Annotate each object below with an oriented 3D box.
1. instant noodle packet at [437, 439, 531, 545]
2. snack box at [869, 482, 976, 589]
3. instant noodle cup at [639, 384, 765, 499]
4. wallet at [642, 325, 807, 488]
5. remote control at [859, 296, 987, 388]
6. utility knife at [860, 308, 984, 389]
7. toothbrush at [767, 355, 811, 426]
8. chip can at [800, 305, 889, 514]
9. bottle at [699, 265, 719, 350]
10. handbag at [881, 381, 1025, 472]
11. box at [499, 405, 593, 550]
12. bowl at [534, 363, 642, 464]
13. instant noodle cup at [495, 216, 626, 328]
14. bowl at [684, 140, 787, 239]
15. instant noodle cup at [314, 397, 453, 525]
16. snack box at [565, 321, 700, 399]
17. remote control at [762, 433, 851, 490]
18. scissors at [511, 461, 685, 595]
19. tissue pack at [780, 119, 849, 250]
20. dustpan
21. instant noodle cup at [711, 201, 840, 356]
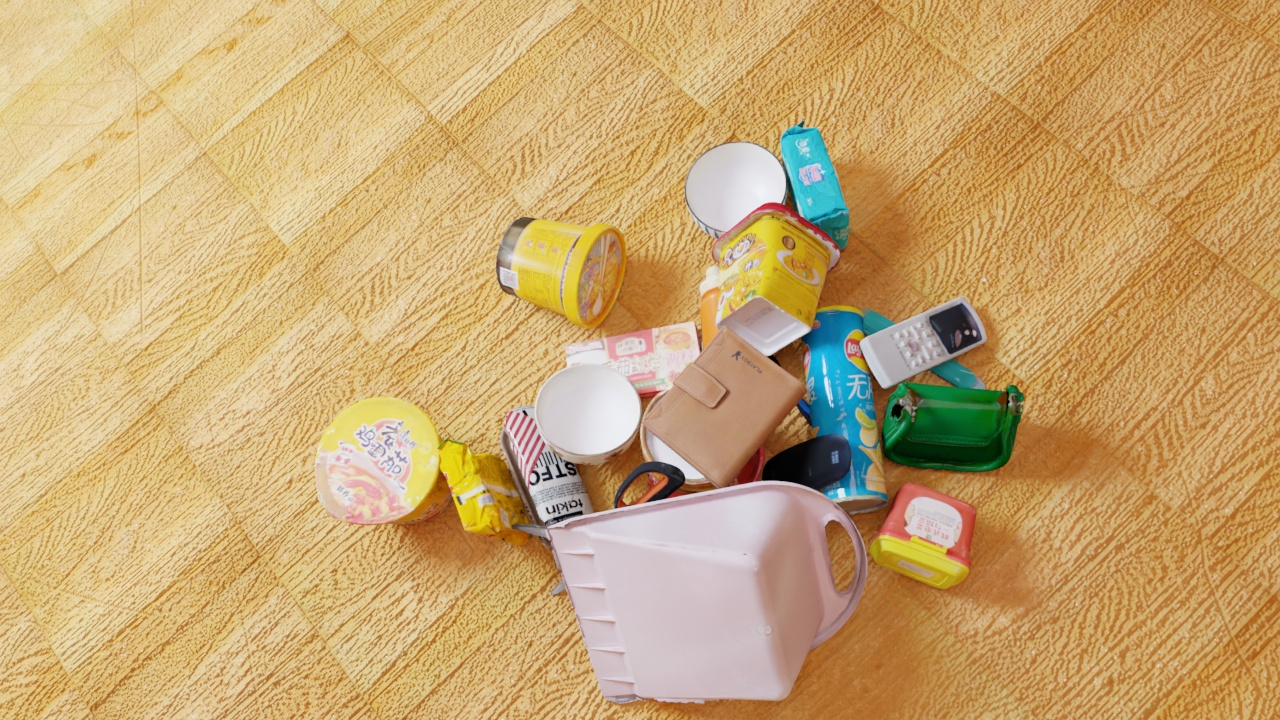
[{"bbox_3d":[-0.164,0.143,0.970,0.044,0.128,0.110,-29,72,3],"label":"instant noodle packet"},{"bbox_3d":[0.286,0.173,0.918,0.091,0.082,0.080,20,67,12],"label":"snack box"},{"bbox_3d":[0.062,0.085,0.963,0.138,0.108,0.137,-2,72,7],"label":"instant noodle cup"},{"bbox_3d":[0.082,0.045,0.899,0.108,0.031,0.131,39,81,16],"label":"wallet"},{"bbox_3d":[0.303,-0.021,0.972,0.149,0.021,0.058,-22,80,-24],"label":"remote control"},{"bbox_3d":[0.304,-0.010,1.007,0.166,0.013,0.029,34,83,14],"label":"utility knife"},{"bbox_3d":[0.187,0.063,1.003,0.014,0.016,0.189,-31,73,-12],"label":"toothbrush"},{"bbox_3d":[0.211,0.051,0.963,0.071,0.071,0.210,-5,68,7],"label":"chip can"},{"bbox_3d":[0.095,-0.040,1.026,0.067,0.067,0.149,-11,64,5],"label":"bottle"},{"bbox_3d":[0.312,0.063,0.926,0.131,0.120,0.067,3,67,12],"label":"handbag"},{"bbox_3d":[-0.104,0.132,1.012,0.075,0.082,0.163,-14,64,-34],"label":"box"},{"bbox_3d":[-0.056,0.067,0.986,0.113,0.062,0.113,1,56,-2],"label":"bowl"},{"bbox_3d":[-0.093,-0.107,1.048,0.114,0.118,0.118,16,76,20],"label":"instant noodle cup"},{"bbox_3d":[0.112,-0.187,1.063,0.116,0.066,0.116,-3,72,9],"label":"bowl"},{"bbox_3d":[-0.267,0.119,1.003,0.138,0.110,0.138,-2,72,7],"label":"instant noodle cup"},{"bbox_3d":[-0.006,0.006,1.042,0.153,0.025,0.075,-10,72,6],"label":"snack box"},{"bbox_3d":[0.161,0.111,0.934,0.024,0.137,0.053,10,64,-29],"label":"remote control"},{"bbox_3d":[-0.014,0.185,0.938,0.221,0.234,0.021,27,33,-13],"label":"scissors"},{"bbox_3d":[0.196,-0.194,1.038,0.050,0.093,0.133,-16,72,7],"label":"tissue pack"},{"bbox_3d":[0.074,0.223,0.906,0.274,0.138,0.223,0,116,26],"label":"dustpan"},{"bbox_3d":[0.138,-0.082,0.975,0.116,0.116,0.123,30,53,-20],"label":"instant noodle cup"}]
